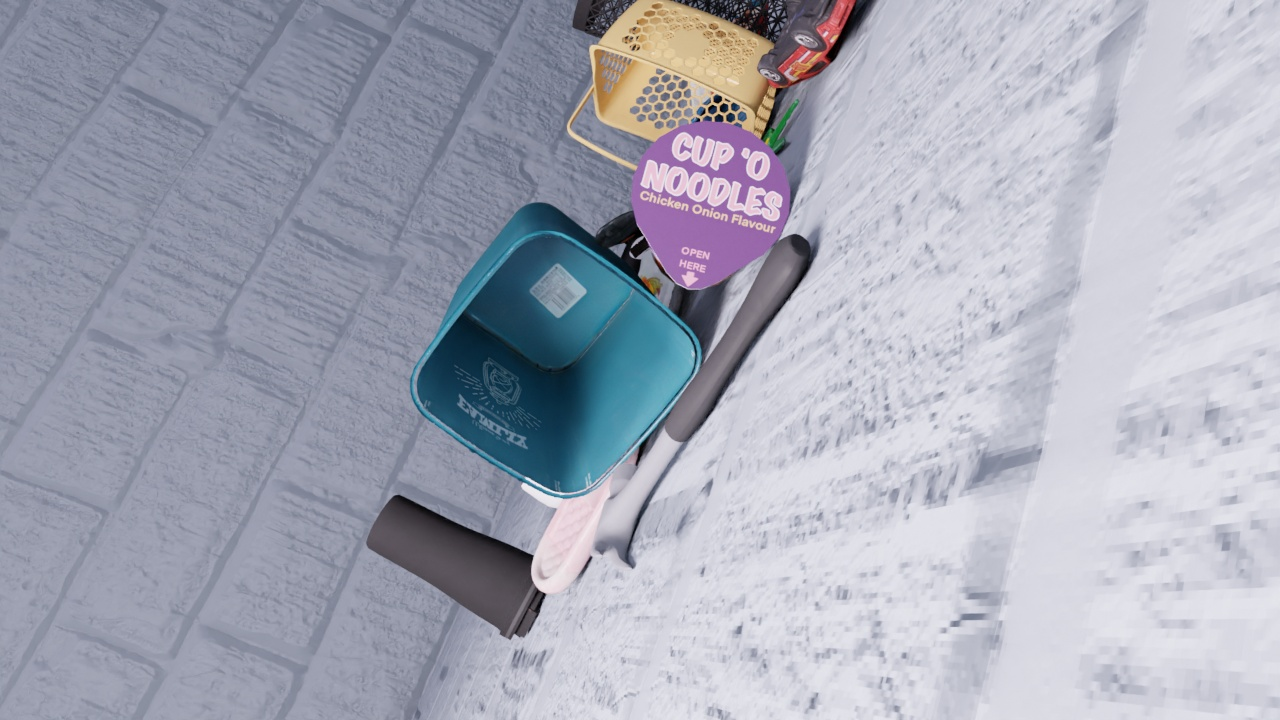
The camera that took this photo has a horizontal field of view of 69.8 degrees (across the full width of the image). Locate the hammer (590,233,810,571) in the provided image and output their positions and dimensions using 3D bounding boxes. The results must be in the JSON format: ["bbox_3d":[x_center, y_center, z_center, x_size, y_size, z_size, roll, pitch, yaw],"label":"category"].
[{"bbox_3d":[0.036,0.038,0.659,0.312,0.029,0.124,-60,8,37],"label":"hammer"}]

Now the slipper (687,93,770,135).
[{"bbox_3d":[0.092,-0.280,1.094,0.104,0.059,0.214,-65,21,3],"label":"slipper"}]

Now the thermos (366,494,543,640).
[{"bbox_3d":[-0.216,0.244,1.107,0.106,0.218,0.106,-62,-1,-3],"label":"thermos"}]

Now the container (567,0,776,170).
[{"bbox_3d":[0.036,-0.262,0.943,0.166,0.183,0.129,-60,-12,-16],"label":"container"}]

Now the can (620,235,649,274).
[{"bbox_3d":[0.026,-0.149,1.168,0.080,0.080,0.145,133,160,-70],"label":"can"}]

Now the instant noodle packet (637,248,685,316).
[{"bbox_3d":[-0.006,0.006,1.008,0.147,0.057,0.268,129,159,-71],"label":"instant noodle packet"}]

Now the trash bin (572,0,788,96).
[{"bbox_3d":[0.079,-0.427,1.043,0.217,0.243,0.217,-157,92,-83],"label":"trash bin"}]

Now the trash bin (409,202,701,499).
[{"bbox_3d":[-0.082,-0.030,0.848,0.199,0.196,0.218,-48,21,13],"label":"trash bin"}]

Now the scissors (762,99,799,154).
[{"bbox_3d":[0.121,-0.197,0.891,0.129,0.012,0.117,-118,52,-83],"label":"scissors"}]

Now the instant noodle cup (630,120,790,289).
[{"bbox_3d":[0.050,-0.107,0.759,0.122,0.122,0.136,99,-175,-79],"label":"instant noodle cup"}]

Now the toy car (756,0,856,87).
[{"bbox_3d":[0.153,-0.294,0.799,0.189,0.056,0.081,-159,92,-85],"label":"toy car"}]

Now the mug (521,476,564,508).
[{"bbox_3d":[-0.099,0.134,1.155,0.123,0.076,0.090,-99,34,-78],"label":"mug"}]

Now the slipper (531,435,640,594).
[{"bbox_3d":[-0.056,0.121,0.892,0.221,0.055,0.107,-68,24,0],"label":"slipper"}]

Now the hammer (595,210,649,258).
[{"bbox_3d":[0.014,-0.145,0.944,0.133,0.033,0.332,-33,3,16],"label":"hammer"}]

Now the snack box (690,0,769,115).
[{"bbox_3d":[0.125,-0.418,1.286,0.145,0.040,0.142,-56,-12,-7],"label":"snack box"}]
